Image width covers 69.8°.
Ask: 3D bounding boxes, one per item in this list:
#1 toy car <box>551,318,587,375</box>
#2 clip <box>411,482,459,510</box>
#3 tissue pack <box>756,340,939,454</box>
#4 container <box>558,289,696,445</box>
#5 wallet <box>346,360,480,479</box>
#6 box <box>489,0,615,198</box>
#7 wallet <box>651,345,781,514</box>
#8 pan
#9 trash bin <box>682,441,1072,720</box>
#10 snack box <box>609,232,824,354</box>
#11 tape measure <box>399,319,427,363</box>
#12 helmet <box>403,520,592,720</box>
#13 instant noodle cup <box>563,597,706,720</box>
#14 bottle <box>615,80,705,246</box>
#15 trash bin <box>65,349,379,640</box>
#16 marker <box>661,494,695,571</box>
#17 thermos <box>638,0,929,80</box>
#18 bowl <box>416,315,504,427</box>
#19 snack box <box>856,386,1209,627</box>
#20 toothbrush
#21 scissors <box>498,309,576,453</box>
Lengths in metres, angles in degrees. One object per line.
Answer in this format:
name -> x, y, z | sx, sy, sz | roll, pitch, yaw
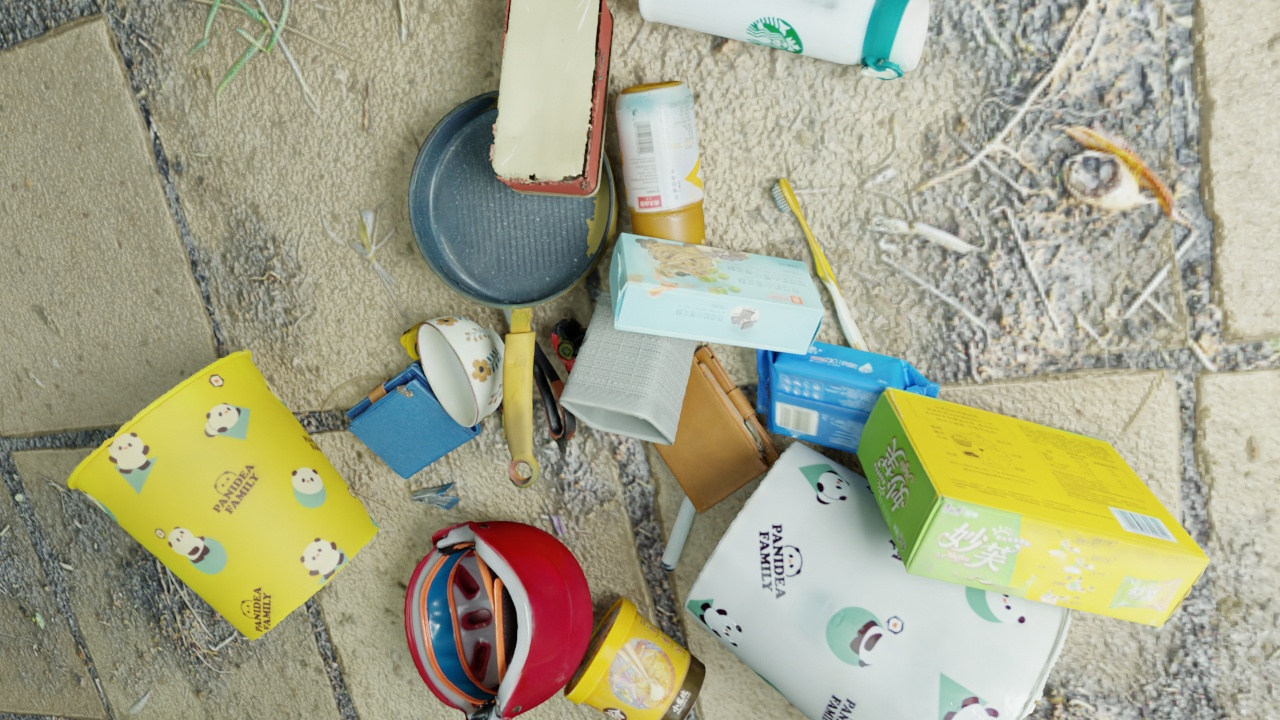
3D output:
toy car -> -0.053, 0.007, 0.904 | 0.031, 0.049, 0.106 | -31, 96, 26
clip -> -0.237, 0.156, 1.047 | 0.058, 0.027, 0.045 | -3, 115, 23
tissue pack -> 0.177, 0.032, 0.807 | 0.157, 0.052, 0.095 | 14, 135, 20
container -> -0.005, 0.005, 0.832 | 0.090, 0.090, 0.114 | 11, 73, 22
wallet -> -0.252, 0.068, 1.005 | 0.133, 0.040, 0.106 | -31, 109, 33
box -> -0.076, -0.228, 0.773 | 0.091, 0.080, 0.168 | 5, 88, 8
wallet -> 0.060, 0.067, 0.877 | 0.108, 0.031, 0.132 | -40, 77, 28
pan -> -0.113, -0.066, 0.837 | 0.198, 0.078, 0.357 | -5, 93, 13
trash bin -> 0.190, 0.212, 0.790 | 0.252, 0.229, 0.230 | 34, 118, 14
snack box -> 0.062, -0.056, 0.773 | 0.174, 0.074, 0.052 | 7, 128, -12
tape measure -> -0.219, -0.017, 0.974 | 0.057, 0.028, 0.060 | -27, 114, 24
helmet -> -0.142, 0.272, 0.982 | 0.241, 0.143, 0.207 | -28, 72, 48
instant noodle cup -> -0.003, 0.331, 0.968 | 0.114, 0.118, 0.119 | 33, 118, -2
bottle -> 0.021, -0.145, 0.807 | 0.068, 0.067, 0.190 | 1, 112, 22
trash bin -> -0.449, 0.156, 1.033 | 0.230, 0.229, 0.255 | -36, 99, 28
marker -> 0.046, 0.162, 0.935 | 0.018, 0.022, 0.131 | 11, 114, -13
thermos -> 0.113, -0.276, 0.722 | 0.224, 0.073, 0.073 | 19, 114, 15
bowl -> -0.169, 0.003, 0.915 | 0.113, 0.062, 0.114 | 39, 144, 37
snack box -> 0.288, 0.107, 0.703 | 0.210, 0.157, 0.070 | 13, 117, -8
toothbrush -> 0.161, -0.072, 0.807 | 0.018, 0.016, 0.191 | -20, 100, 38
scissors -> -0.118, -0.009, 0.917 | 0.189, 0.015, 0.227 | 43, 134, 33
